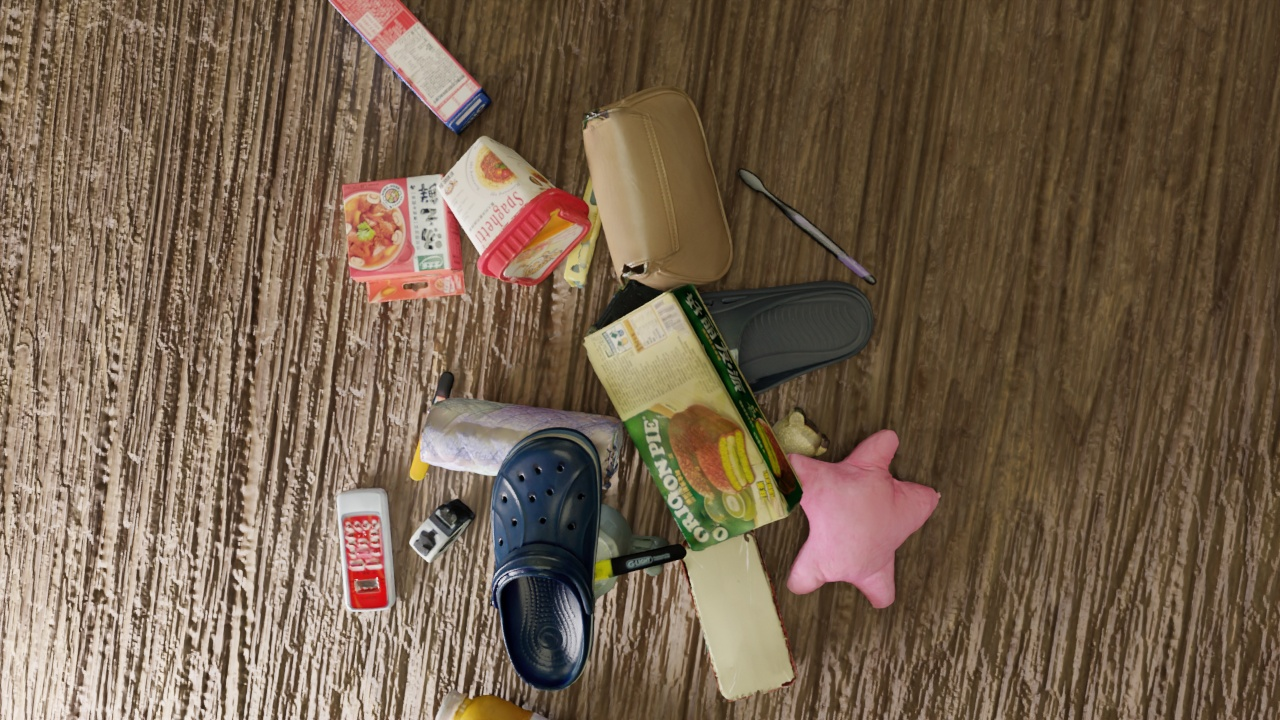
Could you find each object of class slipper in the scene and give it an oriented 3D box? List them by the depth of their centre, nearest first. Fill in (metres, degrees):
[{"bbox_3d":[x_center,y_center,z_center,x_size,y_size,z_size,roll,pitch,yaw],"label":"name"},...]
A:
[{"bbox_3d":[-0.093,0.188,0.842,0.105,0.095,0.253,2,100,7],"label":"slipper"},{"bbox_3d":[0.111,-0.019,0.936,0.268,0.083,0.111,-12,103,2],"label":"slipper"}]

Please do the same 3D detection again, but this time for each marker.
[{"bbox_3d":[-0.015,0.198,0.889,0.124,0.015,0.018,-15,94,6],"label":"marker"},{"bbox_3d":[-0.229,0.072,1.010,0.018,0.015,0.124,17,90,3],"label":"marker"}]

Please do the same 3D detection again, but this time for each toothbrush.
[{"bbox_3d":[0.177,-0.142,0.973,0.189,0.016,0.014,40,105,0],"label":"toothbrush"}]

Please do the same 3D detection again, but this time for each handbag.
[{"bbox_3d":[0.012,-0.167,0.925,0.100,0.147,0.204,-15,88,42],"label":"handbag"},{"bbox_3d":[-0.114,0.085,0.941,0.194,0.134,0.075,7,91,6],"label":"handbag"}]

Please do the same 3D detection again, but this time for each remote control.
[{"bbox_3d":[-0.304,0.209,1.016,0.056,0.020,0.136,-4,91,6],"label":"remote control"}]

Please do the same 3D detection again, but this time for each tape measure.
[{"bbox_3d":[-0.215,0.183,0.985,0.033,0.065,0.066,42,92,7],"label":"tape measure"}]

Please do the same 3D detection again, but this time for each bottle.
[{"bbox_3d":[-0.127,0.410,0.981,0.189,0.068,0.068,25,93,4],"label":"bottle"}]

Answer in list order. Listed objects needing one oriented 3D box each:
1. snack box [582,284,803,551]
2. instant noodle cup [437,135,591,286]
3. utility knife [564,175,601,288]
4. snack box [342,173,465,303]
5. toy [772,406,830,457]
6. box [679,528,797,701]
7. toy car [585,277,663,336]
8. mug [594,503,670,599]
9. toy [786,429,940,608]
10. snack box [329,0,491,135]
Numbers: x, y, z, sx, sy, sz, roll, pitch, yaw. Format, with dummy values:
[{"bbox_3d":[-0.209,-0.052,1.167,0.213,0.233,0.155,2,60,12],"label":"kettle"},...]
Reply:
[{"bbox_3d":[0.051,0.056,0.894,0.115,0.063,0.240,-29,89,28],"label":"snack box"},{"bbox_3d":[-0.134,-0.156,0.949,0.116,0.116,0.124,-45,76,14],"label":"instant noodle cup"},{"bbox_3d":[-0.052,-0.152,0.992,0.031,0.018,0.152,15,97,10],"label":"utility knife"},{"bbox_3d":[-0.255,-0.131,0.992,0.113,0.044,0.127,-6,91,5],"label":"snack box"},{"bbox_3d":[0.122,0.114,0.962,0.157,0.066,0.105,-39,118,9],"label":"toy"},{"bbox_3d":[0.099,0.260,0.953,0.091,0.079,0.168,-17,89,4],"label":"box"},{"bbox_3d":[-0.017,-0.045,0.980,0.049,0.031,0.105,34,94,-2],"label":"toy car"},{"bbox_3d":[-0.034,0.199,0.951,0.124,0.103,0.083,3,91,6],"label":"mug"},{"bbox_3d":[0.231,0.168,0.944,0.178,0.074,0.195,-10,103,-10],"label":"toy"},{"bbox_3d":[-0.251,-0.336,0.981,0.058,0.057,0.207,-43,87,2],"label":"snack box"}]
